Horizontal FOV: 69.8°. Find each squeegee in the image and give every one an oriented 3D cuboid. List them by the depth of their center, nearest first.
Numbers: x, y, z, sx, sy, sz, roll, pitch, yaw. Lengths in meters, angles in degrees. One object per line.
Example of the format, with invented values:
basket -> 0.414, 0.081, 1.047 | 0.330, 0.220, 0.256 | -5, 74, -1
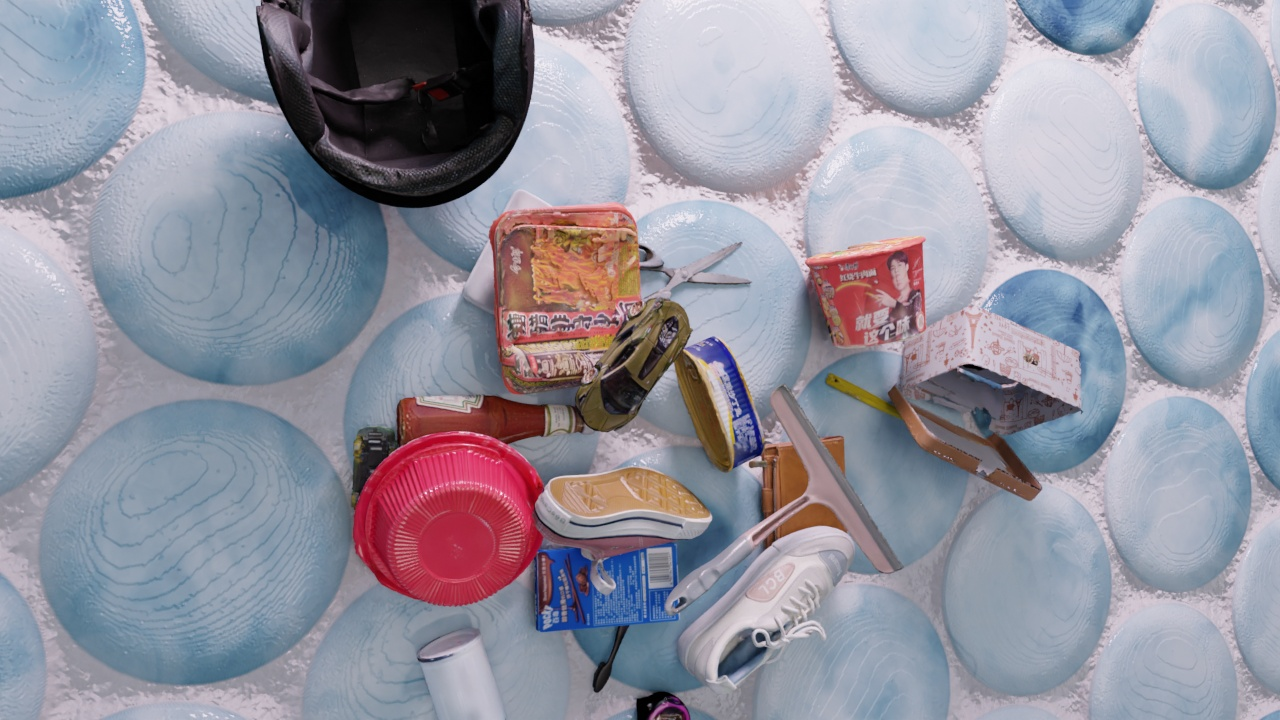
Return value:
squeegee -> 0.122, 0.195, 0.993 | 0.249, 0.040, 0.247 | -34, 95, -15

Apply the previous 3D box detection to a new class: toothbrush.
toothbrush -> -0.011, 0.276, 1.017 | 0.014, 0.017, 0.188 | 30, 76, -20
toothbrush -> 0.309, 0.060, 1.130 | 0.190, 0.017, 0.015 | 26, 79, -16

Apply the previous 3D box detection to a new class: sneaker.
sneaker -> -0.024, 0.171, 0.957 | 0.240, 0.118, 0.088 | 7, 122, -48
sneaker -> 0.155, 0.276, 1.019 | 0.242, 0.091, 0.089 | -36, 114, -13

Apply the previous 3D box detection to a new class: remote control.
remote control -> -0.139, -0.114, 0.981 | 0.056, 0.020, 0.136 | 28, 79, -17

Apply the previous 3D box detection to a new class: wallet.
wallet -> 0.188, 0.158, 1.074 | 0.119, 0.035, 0.130 | -4, 96, -15

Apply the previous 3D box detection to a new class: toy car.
toy car -> -0.266, 0.110, 0.920 | 0.043, 0.036, 0.091 | 3, 96, -16
toy car -> -0.006, 0.006, 0.944 | 0.070, 0.042, 0.158 | 42, 77, -32

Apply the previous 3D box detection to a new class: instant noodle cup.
instant noodle cup -> -0.182, 0.170, 0.904 | 0.193, 0.066, 0.194 | -5, 109, -14
instant noodle cup -> -0.082, -0.067, 0.953 | 0.164, 0.079, 0.189 | -7, 100, -29
instant noodle cup -> 0.269, -0.078, 1.065 | 0.137, 0.138, 0.108 | -15, 99, -19

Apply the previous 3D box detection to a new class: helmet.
helmet -> -0.219, -0.274, 0.851 | 0.233, 0.230, 0.274 | -7, 82, -12

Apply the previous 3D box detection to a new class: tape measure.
tape measure -> 0.026, 0.396, 1.009 | 0.057, 0.039, 0.057 | -2, 89, -19

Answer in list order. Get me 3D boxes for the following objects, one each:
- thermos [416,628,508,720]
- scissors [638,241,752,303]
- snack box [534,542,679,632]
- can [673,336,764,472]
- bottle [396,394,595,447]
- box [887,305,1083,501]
thermos -> -0.158, 0.390, 0.932 | 0.073, 0.073, 0.224 | -19, 94, -19
scissors -> 0.043, -0.096, 1.047 | 0.175, 0.014, 0.159 | 32, 78, -17
snack box -> -0.036, 0.244, 0.993 | 0.157, 0.026, 0.084 | 0, 82, -16
can -> 0.088, 0.048, 1.025 | 0.049, 0.075, 0.148 | -23, 95, -21
bottle -> -0.147, 0.064, 0.953 | 0.205, 0.060, 0.059 | -1, 88, -20
box -> 0.402, 0.064, 1.090 | 0.182, 0.154, 0.180 | 20, 62, -17
